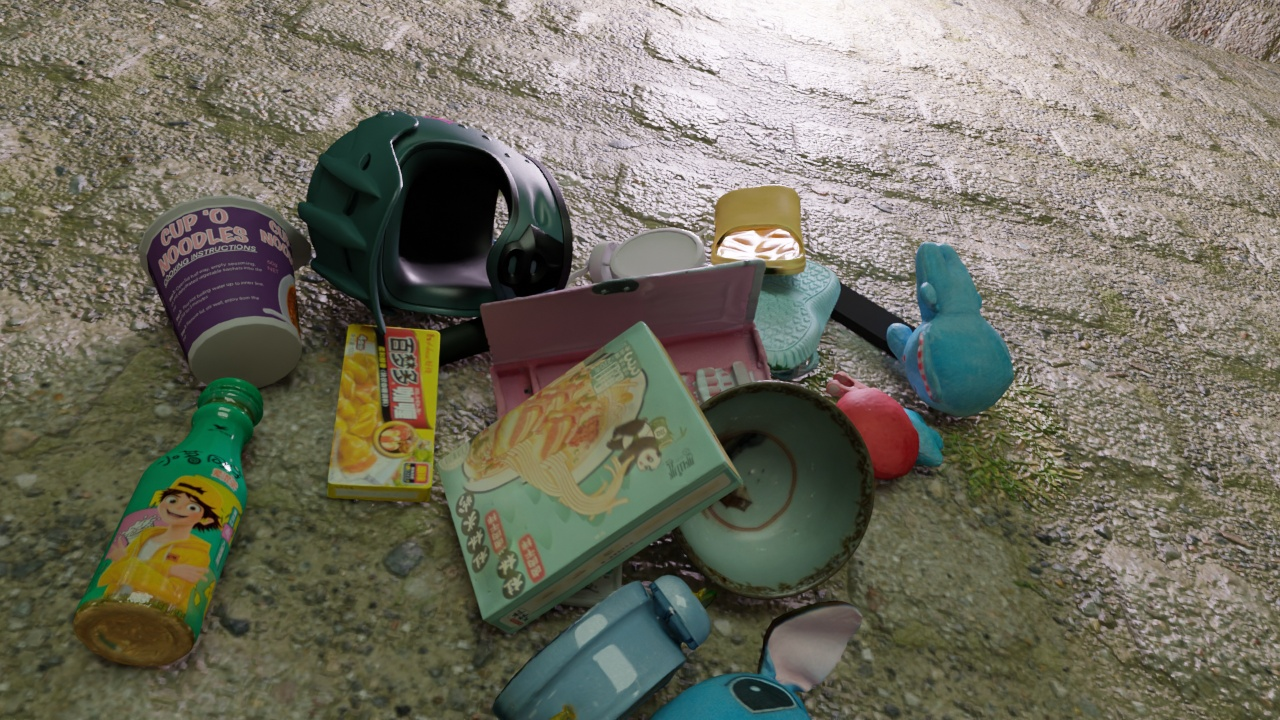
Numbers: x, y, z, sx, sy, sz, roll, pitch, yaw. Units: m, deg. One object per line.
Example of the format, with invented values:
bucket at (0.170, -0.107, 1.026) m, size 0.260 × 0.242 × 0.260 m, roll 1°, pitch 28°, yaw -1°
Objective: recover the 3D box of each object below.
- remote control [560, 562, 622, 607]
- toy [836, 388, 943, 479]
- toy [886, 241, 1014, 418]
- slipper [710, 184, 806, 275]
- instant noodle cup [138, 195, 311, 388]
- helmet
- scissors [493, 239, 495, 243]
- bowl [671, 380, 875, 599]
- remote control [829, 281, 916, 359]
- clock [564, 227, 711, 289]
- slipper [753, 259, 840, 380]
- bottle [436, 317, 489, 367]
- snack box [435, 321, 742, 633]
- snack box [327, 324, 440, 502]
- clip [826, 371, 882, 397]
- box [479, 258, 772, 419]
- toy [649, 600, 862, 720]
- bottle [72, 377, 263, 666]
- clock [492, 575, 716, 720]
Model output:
remote control at (-0.037, 0.119, 0.686) m, size 0.050 × 0.022 × 0.133 m, roll 9°, pitch 56°, yaw -10°
toy at (0.227, 0.067, 0.843) m, size 0.132 × 0.062 × 0.092 m, roll 6°, pitch 51°, yaw -41°
toy at (0.303, -0.029, 0.930) m, size 0.183 × 0.115 × 0.180 m, roll -3°, pitch 76°, yaw -48°
slipper at (0.128, -0.155, 1.013) m, size 0.099 × 0.078 × 0.262 m, roll -5°, pitch 21°, yaw 10°
instant noodle cup at (-0.325, -0.047, 0.749) m, size 0.136 × 0.122 × 0.121 m, roll -3°, pitch 51°, yaw -36°
helmet at (-0.189, -0.117, 0.796) m, size 0.200 × 0.177 × 0.275 m, roll 1°, pitch 22°, yaw -28°
scissors at (-0.123, -0.109, 0.969) m, size 0.125 × 0.016 × 0.123 m, roll 36°, pitch 45°, yaw 25°
bowl at (0.087, 0.095, 0.710) m, size 0.160 × 0.160 × 0.094 m, roll 10°, pitch -3°, yaw -8°
remote control at (0.254, -0.045, 1.022) m, size 0.133 × 0.013 × 0.058 m, roll 36°, pitch 42°, yaw 24°
clock at (0.001, -0.080, 0.930) m, size 0.159 × 0.061 × 0.119 m, roll -14°, pitch 39°, yaw 0°
slipper at (0.136, -0.040, 0.933) m, size 0.116 × 0.070 × 0.275 m, roll 25°, pitch 30°, yaw 13°
bottle at (-0.184, -0.008, 0.806) m, size 0.122 × 0.033 × 0.033 m, roll -21°, pitch 52°, yaw -37°
snack box at (-0.043, 0.080, 0.649) m, size 0.194 × 0.044 × 0.141 m, roll -34°, pitch 49°, yaw 6°
snack box at (-0.200, 0.039, 0.724) m, size 0.075 × 0.025 × 0.152 m, roll 5°, pitch 52°, yaw -14°
clip at (0.214, 0.029, 0.914) m, size 0.060 × 0.023 × 0.045 m, roll 11°, pitch 40°, yaw 2°
box at (-0.005, 0.002, 0.733) m, size 0.232 × 0.116 × 0.106 m, roll -9°, pitch 61°, yaw -7°
toy at (0.089, 0.257, 0.526) m, size 0.191 × 0.099 × 0.223 m, roll 37°, pitch 56°, yaw 16°
bottle at (-0.299, 0.094, 0.610) m, size 0.068 × 0.068 × 0.209 m, roll 8°, pitch 39°, yaw -11°
clock at (-0.016, 0.185, 0.564) m, size 0.161 × 0.118 × 0.060 m, roll -30°, pitch 68°, yaw -35°
